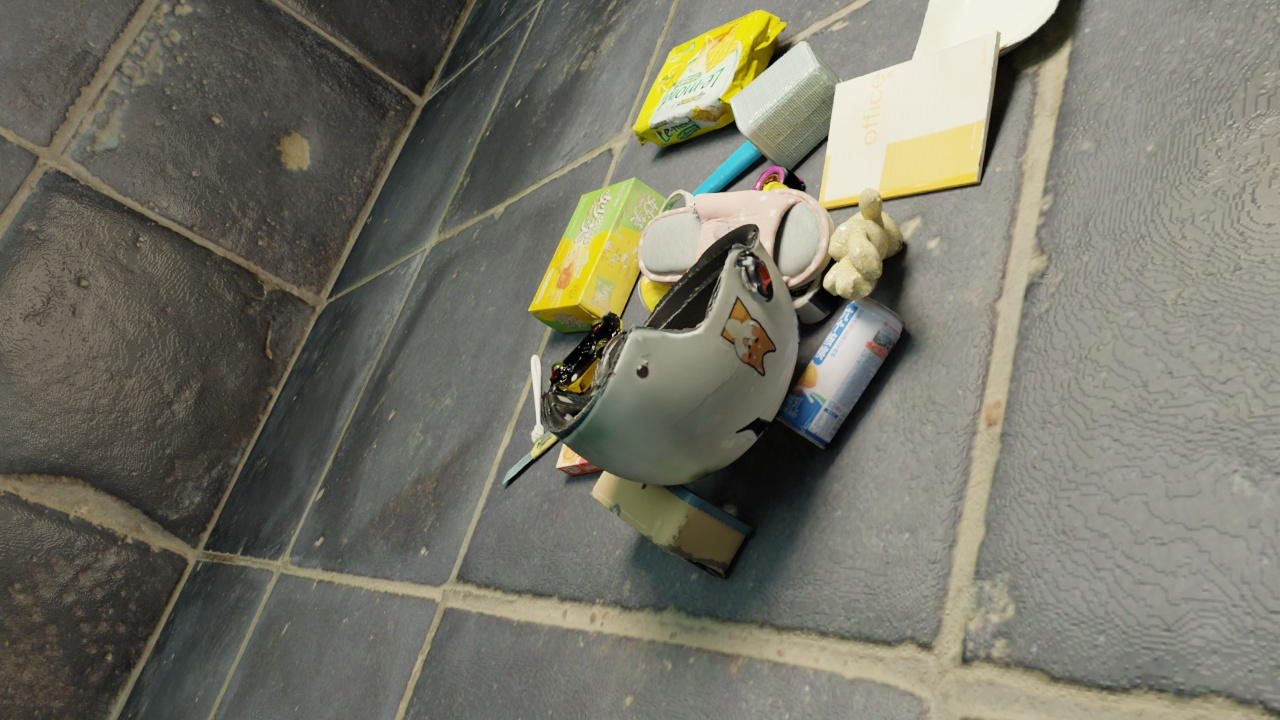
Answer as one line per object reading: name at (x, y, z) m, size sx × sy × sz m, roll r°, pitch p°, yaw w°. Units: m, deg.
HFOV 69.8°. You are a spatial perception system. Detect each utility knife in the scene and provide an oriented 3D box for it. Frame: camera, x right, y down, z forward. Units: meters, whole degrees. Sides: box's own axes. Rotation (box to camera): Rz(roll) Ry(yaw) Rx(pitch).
utility knife at (0.089, -0.225, 1.212) m, size 0.219 × 0.018 × 0.034 m, roll -38°, pitch 39°, yaw 40°
utility knife at (-0.118, 0.104, 1.232) m, size 0.217 × 0.022 × 0.030 m, roll -47°, pitch 25°, yaw 29°

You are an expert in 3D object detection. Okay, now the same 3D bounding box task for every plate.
plate at (0.352, -0.350, 0.908) m, size 0.164 × 0.034 × 0.164 m, roll -8°, pitch 57°, yaw 54°

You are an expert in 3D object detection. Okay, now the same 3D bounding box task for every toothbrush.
toothbrush at (-0.151, 0.052, 1.324) m, size 0.016 × 0.016 × 0.179 m, roll -49°, pitch 31°, yaw 29°

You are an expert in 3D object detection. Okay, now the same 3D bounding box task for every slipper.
slipper at (0.084, -0.125, 0.969) m, size 0.275 × 0.054 × 0.114 m, roll 7°, pitch 89°, yaw 49°

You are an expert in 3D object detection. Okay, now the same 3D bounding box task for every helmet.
helmet at (0.051, 0.012, 0.836) m, size 0.273 × 0.157 × 0.231 m, roll -44°, pitch 6°, yaw -38°

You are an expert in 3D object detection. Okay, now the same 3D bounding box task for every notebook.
notebook at (0.263, -0.233, 0.923) m, size 0.207 × 0.010 × 0.146 m, roll 3°, pitch 82°, yaw 58°

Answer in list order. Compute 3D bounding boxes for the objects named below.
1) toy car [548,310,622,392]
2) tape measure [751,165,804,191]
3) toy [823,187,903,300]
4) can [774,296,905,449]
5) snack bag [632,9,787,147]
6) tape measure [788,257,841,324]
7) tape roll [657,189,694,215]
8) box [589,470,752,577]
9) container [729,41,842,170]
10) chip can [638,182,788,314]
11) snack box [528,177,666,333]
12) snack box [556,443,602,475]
toy car at (-0.071, 0.003, 1.219) m, size 0.156 × 0.041 × 0.071 m, roll -48°, pitch 31°, yaw 21°
tape measure at (0.158, -0.192, 1.055) m, size 0.057 × 0.039 × 0.057 m, roll -34°, pitch 42°, yaw 36°
toy at (0.204, -0.100, 0.830) m, size 0.156 × 0.066 × 0.105 m, roll -53°, pitch -23°, yaw -61°
can at (0.178, 0.010, 0.817) m, size 0.134 × 0.053 × 0.053 m, roll -57°, pitch 29°, yaw 3°
snack bag at (0.097, -0.393, 1.307) m, size 0.247 × 0.068 × 0.157 m, roll 1°, pitch 63°, yaw 57°
tape measure at (0.172, -0.071, 0.924) m, size 0.066 × 0.033 × 0.066 m, roll -60°, pitch 27°, yaw -8°
tape roll at (0.045, -0.187, 1.231) m, size 0.086 × 0.014 × 0.085 m, roll -41°, pitch 40°, yaw 46°
box at (0.028, 0.146, 0.886) m, size 0.184 × 0.089 × 0.062 m, roll 19°, pitch 79°, yaw 58°
container at (0.179, -0.298, 1.075) m, size 0.112 × 0.090 × 0.090 m, roll -38°, pitch 35°, yaw 26°
chip can at (0.091, -0.118, 1.053) m, size 0.214 × 0.072 × 0.071 m, roll -32°, pitch 38°, yaw 38°
snack box at (-0.062, -0.148, 1.319) m, size 0.158 × 0.070 × 0.209 m, roll -2°, pitch 62°, yaw 58°
snack box at (-0.041, 0.093, 1.105) m, size 0.153 × 0.025 × 0.075 m, roll -17°, pitch 48°, yaw 50°
